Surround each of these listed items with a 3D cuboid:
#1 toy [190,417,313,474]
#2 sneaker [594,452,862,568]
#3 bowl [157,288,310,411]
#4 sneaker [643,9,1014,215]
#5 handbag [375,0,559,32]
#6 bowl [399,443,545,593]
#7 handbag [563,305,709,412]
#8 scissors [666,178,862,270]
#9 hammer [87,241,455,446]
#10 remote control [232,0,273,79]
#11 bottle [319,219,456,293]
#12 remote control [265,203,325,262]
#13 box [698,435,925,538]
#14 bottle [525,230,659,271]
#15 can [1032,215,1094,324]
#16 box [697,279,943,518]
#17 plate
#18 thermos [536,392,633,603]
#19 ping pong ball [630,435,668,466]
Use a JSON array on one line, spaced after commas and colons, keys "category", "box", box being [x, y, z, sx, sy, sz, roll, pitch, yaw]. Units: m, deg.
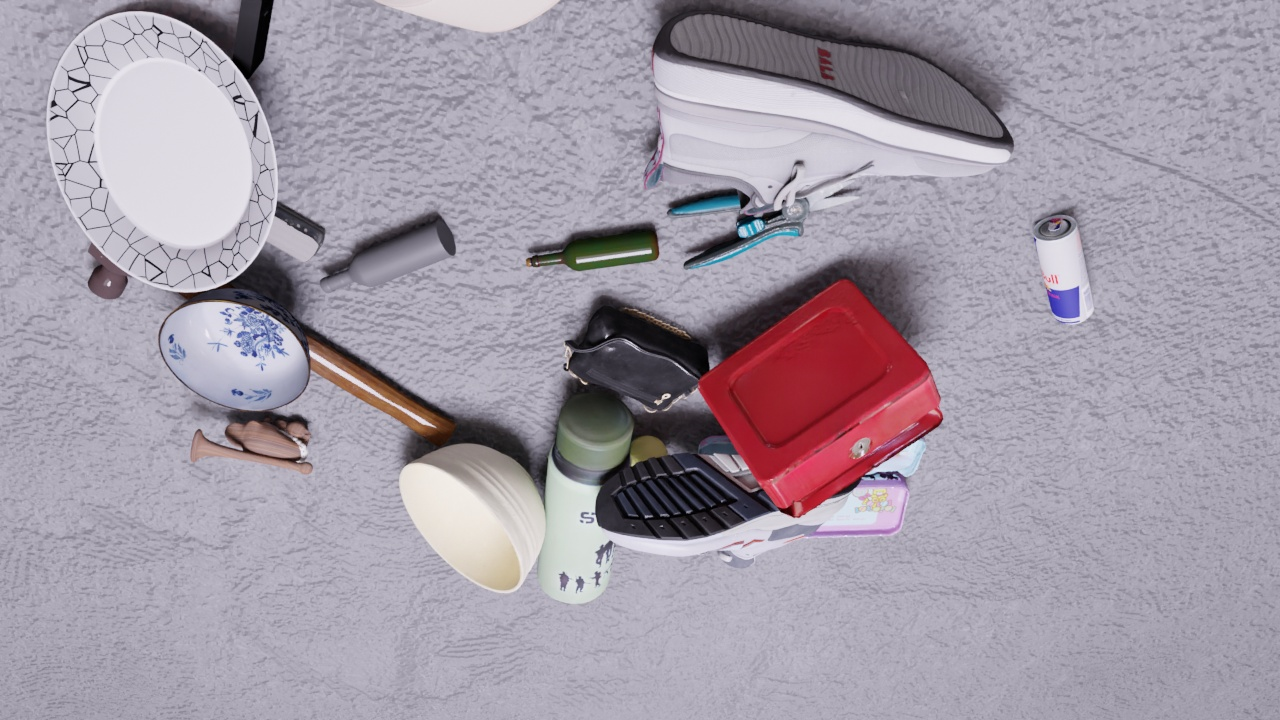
[{"category": "toy", "box": [-0.344, 0.074, 0.826, 0.101, 0.054, 0.042, 15, 131, -17]}, {"category": "sneaker", "box": [0.077, 0.145, 0.827, 0.239, 0.088, 0.124, -8, 142, -11]}, {"category": "bowl", "box": [-0.310, -0.016, 0.720, 0.114, 0.045, 0.114, 0, 132, 0]}, {"category": "sneaker", "box": [0.127, -0.151, 0.645, 0.263, 0.096, 0.129, 8, 140, -9]}, {"category": "handbag", "box": [-0.090, -0.284, 0.456, 0.103, 0.208, 0.211, -6, 143, -51]}, {"category": "bowl", "box": [-0.143, 0.134, 0.852, 0.151, 0.075, 0.151, 26, 137, 26]}, {"category": "handbag", "box": [-0.005, 0.004, 0.783, 0.128, 0.054, 0.079, 23, 128, -22]}, {"category": "scissors", "box": [0.090, -0.110, 0.715, 0.123, 0.019, 0.148, 30, 117, -18]}, {"category": "hammer", "box": [-0.292, -0.018, 0.770, 0.323, 0.033, 0.116, 37, 121, -28]}, {"category": "remote control", "box": [-0.238, -0.252, 0.579, 0.013, 0.034, 0.150, 17, 126, -15]}, {"category": "bottle", "box": [-0.203, -0.077, 0.724, 0.113, 0.030, 0.030, -19, 127, 13]}, {"category": "remote control", "box": [-0.307, -0.120, 0.698, 0.136, 0.013, 0.033, 32, 120, -23]}, {"category": "box", "box": [0.160, 0.120, 0.894, 0.214, 0.034, 0.151, -1, 135, -1]}, {"category": "bottle", "box": [-0.038, -0.085, 0.727, 0.106, 0.025, 0.025, -7, 129, 4]}, {"category": "can", "box": [0.344, -0.072, 0.745, 0.032, 0.032, 0.095, -21, 126, 15]}, {"category": "box", "box": [0.140, 0.029, 0.731, 0.157, 0.134, 0.110, -37, 150, 8]}, {"category": "plate", "box": [-0.331, -0.142, 0.641, 0.189, 0.016, 0.189, 5, 109, 15]}, {"category": "thermos", "box": [-0.053, 0.129, 0.864, 0.082, 0.082, 0.232, 5, 131, -6]}, {"category": "ping pong ball", "box": [0.006, 0.090, 0.860, 0.040, 0.040, 0.040, -1, 129, -1]}]
